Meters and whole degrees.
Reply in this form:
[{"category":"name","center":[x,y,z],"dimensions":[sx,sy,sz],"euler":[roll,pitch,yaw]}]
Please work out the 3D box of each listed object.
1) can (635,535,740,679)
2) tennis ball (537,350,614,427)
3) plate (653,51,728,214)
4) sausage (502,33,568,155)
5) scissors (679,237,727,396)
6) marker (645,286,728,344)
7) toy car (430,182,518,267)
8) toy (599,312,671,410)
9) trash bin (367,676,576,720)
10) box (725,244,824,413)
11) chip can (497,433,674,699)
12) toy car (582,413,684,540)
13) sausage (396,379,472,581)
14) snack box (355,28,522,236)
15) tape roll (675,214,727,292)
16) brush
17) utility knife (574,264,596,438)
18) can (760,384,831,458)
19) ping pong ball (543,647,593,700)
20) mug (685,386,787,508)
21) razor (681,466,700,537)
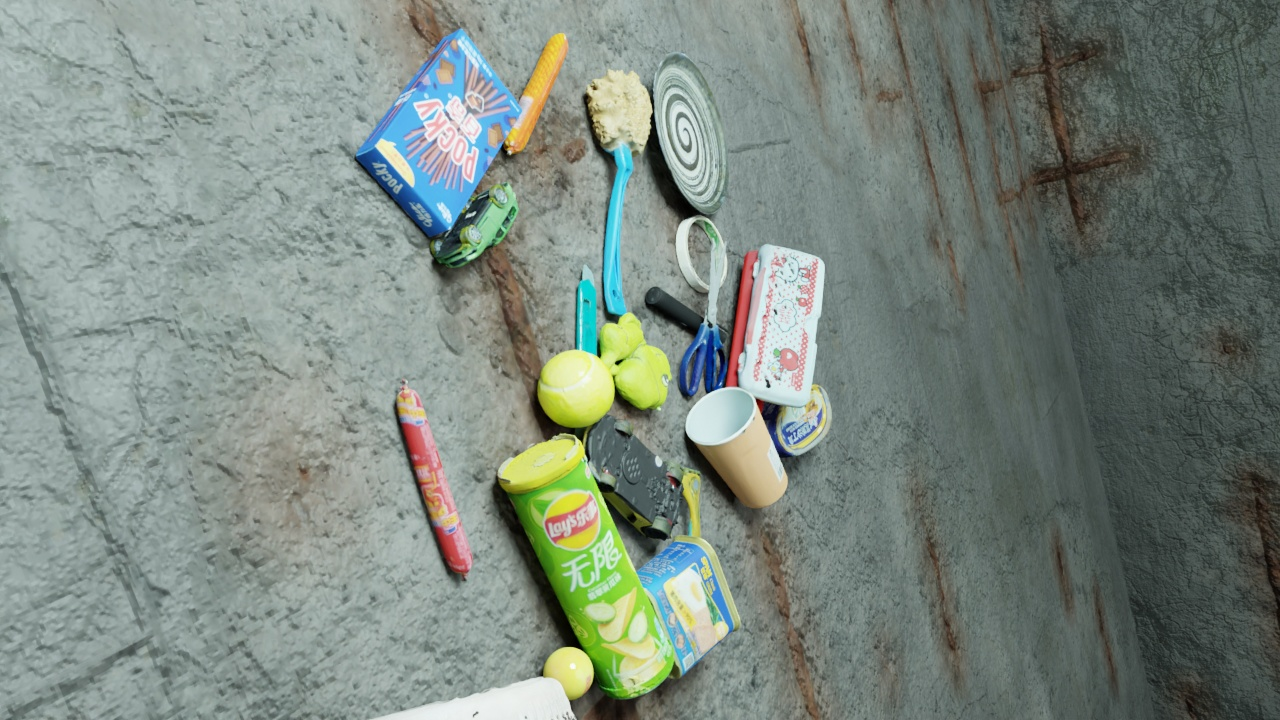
[{"category":"can","center":[0.034,0.225,0.839],"dimensions":[0.083,0.057,0.102],"euler":[-30,105,-37]},{"category":"tennis ball","center":[-0.054,0.024,0.773],"dimensions":[0.065,0.066,0.065],"euler":[18,67,-50]},{"category":"plate","center":[0.052,-0.247,1.013],"dimensions":[0.179,0.024,0.179],"euler":[25,61,-56]},{"category":"sausage","center":[-0.093,-0.243,0.826],"dimensions":[0.021,0.021,0.164],"euler":[46,48,-37]},{"category":"scissors","center":[0.079,-0.040,0.980],"dimensions":[0.141,0.012,0.170],"euler":[48,61,-48]},{"category":"marker","center":[0.052,-0.046,0.973],"dimensions":[0.132,0.022,0.020],"euler":[28,20,-47]},{"category":"toy car","center":[-0.128,-0.105,0.724],"dimensions":[0.036,0.043,0.091],"euler":[57,42,-29]},{"category":"toy","center":[-0.005,0.005,0.874],"dimensions":[0.096,0.031,0.100],"euler":[-31,108,-49]},{"category":"trash bin","center":[-0.100,0.299,0.538],"dimensions":[0.227,0.228,0.192],"euler":[9,62,-53]},{"category":"box","center":[0.158,-0.034,1.033],"dimensions":[0.095,0.099,0.201],"euler":[59,37,-54]},{"category":"chip can","center":[-0.040,0.172,0.749],"dimensions":[0.072,0.073,0.221],"euler":[-43,115,-50]},{"category":"toy car","center":[-0.008,0.106,0.835],"dimensions":[0.156,0.041,0.071],"euler":[47,47,-39]},{"category":"sausage","center":[-0.150,0.088,0.666],"dimensions":[0.020,0.020,0.156],"euler":[-27,103,-53]},{"category":"snack box","center":[-0.153,-0.181,0.724],"dimensions":[0.084,0.026,0.156],"euler":[51,45,-35]},{"category":"tape roll","center":[0.068,-0.118,1.021],"dimensions":[0.085,0.014,0.085],"euler":[18,68,-51]},{"category":"brush","center":[-0.022,-0.168,0.896],"dimensions":[0.083,0.046,0.254],"euler":[16,72,-55]},{"category":"utility knife","center":[-0.049,-0.009,0.833],"dimensions":[0.029,0.013,0.164],"euler":[18,67,-52]},{"category":"can","center":[0.176,0.072,1.089],"dimensions":[0.147,0.049,0.074],"euler":[-22,99,-54]},{"category":"ping pong ball","center":[-0.057,0.250,0.732],"dimensions":[0.040,0.040,0.040],"euler":[18,67,-50]},{"category":"mug","center":[0.108,0.097,0.973],"dimensions":[0.123,0.078,0.078],"euler":[57,41,-35]},{"category":"razor","center":[0.046,0.173,0.908],"dimensions":[0.043,0.028,0.132],"euler":[24,65,-53]}]
